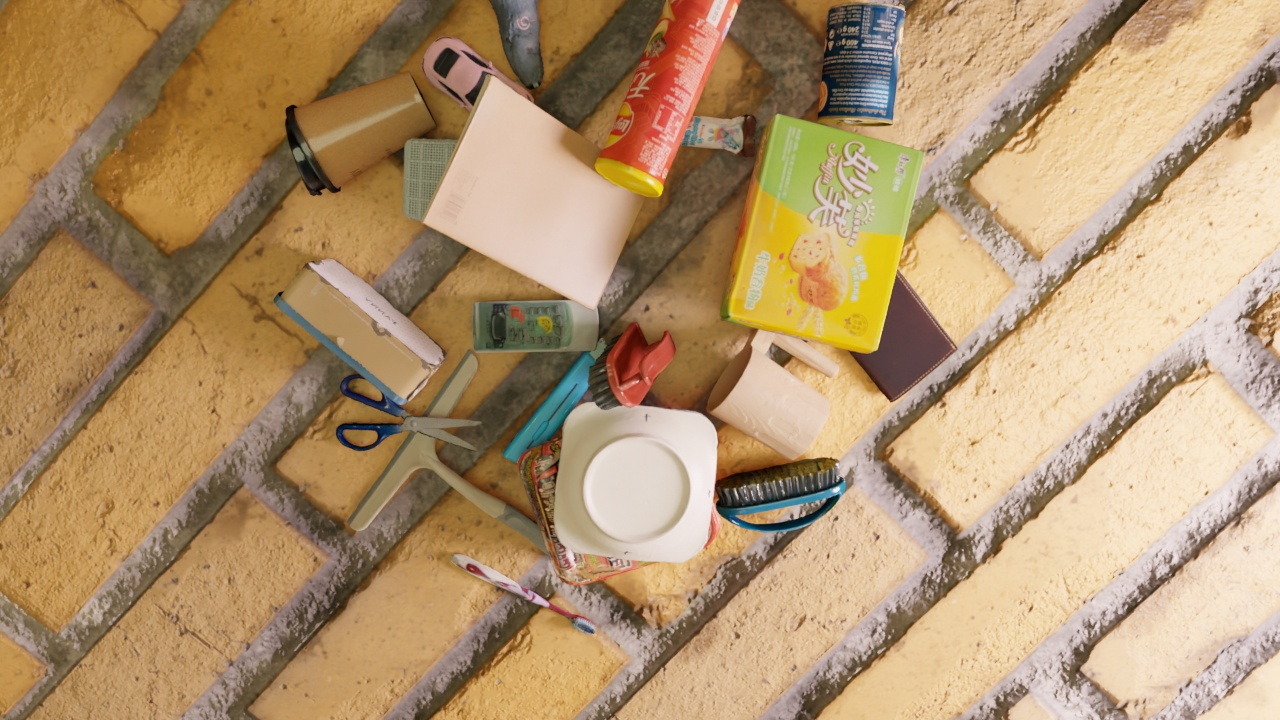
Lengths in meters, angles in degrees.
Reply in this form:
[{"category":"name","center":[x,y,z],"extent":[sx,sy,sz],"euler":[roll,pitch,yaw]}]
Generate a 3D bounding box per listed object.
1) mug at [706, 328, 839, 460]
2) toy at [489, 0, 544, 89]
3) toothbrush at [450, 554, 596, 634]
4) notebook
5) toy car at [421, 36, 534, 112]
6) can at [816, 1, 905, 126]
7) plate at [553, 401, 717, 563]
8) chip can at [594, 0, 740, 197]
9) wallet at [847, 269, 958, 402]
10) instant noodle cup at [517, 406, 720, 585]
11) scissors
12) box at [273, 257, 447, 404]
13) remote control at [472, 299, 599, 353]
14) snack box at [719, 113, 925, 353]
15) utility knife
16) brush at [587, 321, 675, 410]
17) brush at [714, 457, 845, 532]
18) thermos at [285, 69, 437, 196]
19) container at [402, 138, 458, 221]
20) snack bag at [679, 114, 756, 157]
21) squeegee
[{"category":"mug","center":[0.145,0.030,0.977],"extent":[0.103,0.084,0.124],"euler":[33,73,-8]},{"category":"toy","center":[-0.133,-0.447,0.877],"extent":[0.137,0.091,0.356],"euler":[-5,104,-28]},{"category":"toothbrush","center":[-0.133,0.268,1.047],"extent":[0.187,0.017,0.016],"euler":[29,99,-6]},{"category":"notebook","center":[-0.094,-0.155,0.894],"extent":[0.211,0.012,0.149],"euler":[26,87,-38]},{"category":"toy car","center":[-0.164,-0.278,0.930],"extent":[0.122,0.037,0.056],"euler":[35,101,-8]},{"category":"can","center":[0.218,-0.291,0.907],"extent":[0.075,0.075,0.111],"euler":[3,101,-1]},{"category":"plate","center":[-0.004,0.127,0.934],"extent":[0.164,0.034,0.163],"euler":[5,96,-3]},{"category":"chip can","center":[0.028,-0.272,0.895],"extent":[0.073,0.073,0.216],"euler":[23,90,-5]},{"category":"wallet","center":[0.270,-0.029,0.989],"extent":[0.096,0.020,0.122],"euler":[-40,98,2]},{"category":"instant noodle cup","center":[-0.021,0.141,0.991],"extent":[0.189,0.079,0.164],"euler":[-16,101,4]},{"category":"scissors","center":[-0.258,0.074,0.996],"extent":[0.169,0.012,0.147],"euler":[43,105,3]},{"category":"box","center":[-0.291,-0.037,0.952],"extent":[0.184,0.089,0.059],"euler":[39,99,-5]},{"category":"remote control","center":[-0.112,-0.037,0.981],"extent":[0.135,0.019,0.056],"euler":[-1,89,0]},{"category":"snack box","center":[0.180,-0.126,0.928],"extent":[0.157,0.070,0.210],"euler":[13,92,-3]},{"category":"utility knife","center":[-0.087,0.045,0.995],"extent":[0.034,0.018,0.166],"euler":[37,89,-9]},{"category":"brush","center":[-0.006,0.005,0.930],"extent":[0.069,0.145,0.063],"euler":[-22,101,18]},{"category":"brush","center":[0.154,0.151,1.005],"extent":[0.144,0.055,0.073],"euler":[-13,100,2]},{"category":"thermos","center":[-0.281,-0.231,0.917],"extent":[0.143,0.093,0.093],"euler":[-25,100,-4]},{"category":"container","center":[-0.175,-0.178,0.924],"extent":[0.111,0.090,0.090],"euler":[5,101,1]},{"category":"snack bag","center":[0.067,-0.234,0.943],"extent":[0.105,0.026,0.045],"euler":[5,85,-1]},{"category":"squeegee","center":[-0.162,0.160,1.015],"extent":[0.246,0.039,0.247],"euler":[36,99,-7]}]
